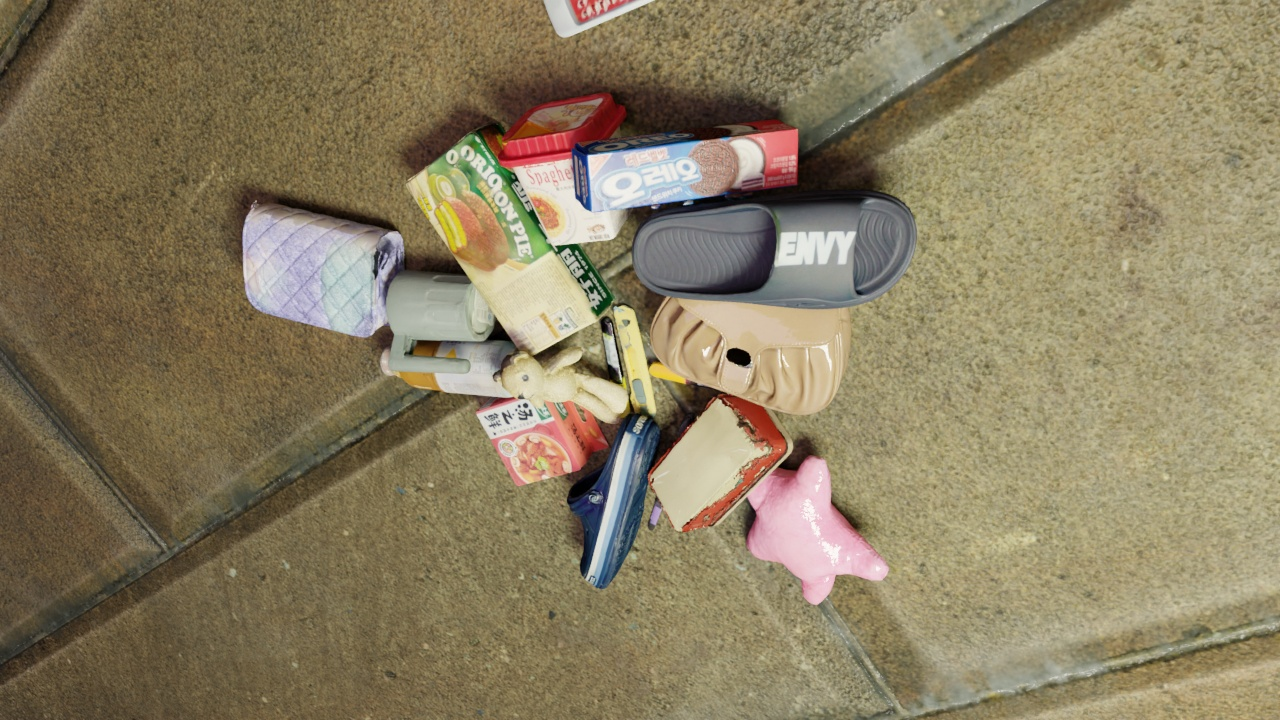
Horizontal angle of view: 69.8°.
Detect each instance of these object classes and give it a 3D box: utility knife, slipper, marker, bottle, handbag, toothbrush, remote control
[{"bbox_3d":[-0.006,0.006,1.064,0.031,0.018,0.152,-5,109,18],"label":"utility knife"},{"bbox_3d":[-0.044,0.170,1.105,0.095,0.104,0.253,23,122,12],"label":"slipper"},{"bbox_3d":[0.071,0.021,1.038,0.124,0.015,0.018,13,121,13],"label":"marker"},{"bbox_3d":[-0.229,0.006,1.120,0.190,0.067,0.068,4,116,21],"label":"bottle"},{"bbox_3d":[0.113,-0.028,0.944,0.204,0.099,0.148,18,124,13],"label":"handbag"},{"bbox_3d":[0.034,0.140,1.112,0.014,0.016,0.189,23,123,10],"label":"toothbrush"},{"bbox_3d":[0.113,-0.095,0.840,0.268,0.083,0.111,0,104,18],"label":"slipper"},{"bbox_3d":[-0.032,-0.359,0.884,0.136,0.020,0.056,-12,111,27],"label":"remote control"},{"bbox_3d":[-0.029,0.008,1.073,0.018,0.015,0.124,1,113,29],"label":"marker"},{"bbox_3d":[-0.387,-0.112,1.123,0.194,0.075,0.134,14,115,14],"label":"handbag"}]

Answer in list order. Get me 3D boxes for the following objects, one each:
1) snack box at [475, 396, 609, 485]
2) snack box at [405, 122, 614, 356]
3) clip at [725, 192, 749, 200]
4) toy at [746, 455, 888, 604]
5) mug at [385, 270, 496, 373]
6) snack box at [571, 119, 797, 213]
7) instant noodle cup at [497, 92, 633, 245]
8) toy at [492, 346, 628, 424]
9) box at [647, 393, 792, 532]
[{"bbox_3d":[-0.121,0.086,1.130,0.127,0.044,0.113,-19,107,28],"label":"snack box"},{"bbox_3d":[-0.143,-0.130,1.020,0.115,0.063,0.240,-28,102,31],"label":"snack box"},{"bbox_3d":[0.105,-0.156,0.935,0.038,0.013,0.055,-31,100,31],"label":"clip"},{"bbox_3d":[0.172,0.186,1.045,0.179,0.074,0.194,-35,87,46],"label":"toy"},{"bbox_3d":[-0.235,-0.044,1.074,0.103,0.083,0.123,3,75,18],"label":"mug"},{"bbox_3d":[0.043,-0.182,0.858,0.207,0.057,0.058,-10,117,-12],"label":"snack box"},{"bbox_3d":[-0.066,-0.191,0.935,0.116,0.116,0.124,-3,125,24],"label":"instant noodle cup"},{"bbox_3d":[-0.087,0.033,1.042,0.157,0.066,0.105,20,136,-24],"label":"toy"},{"bbox_3d":[0.080,0.116,1.018,0.169,0.079,0.091,-53,56,37],"label":"box"}]
